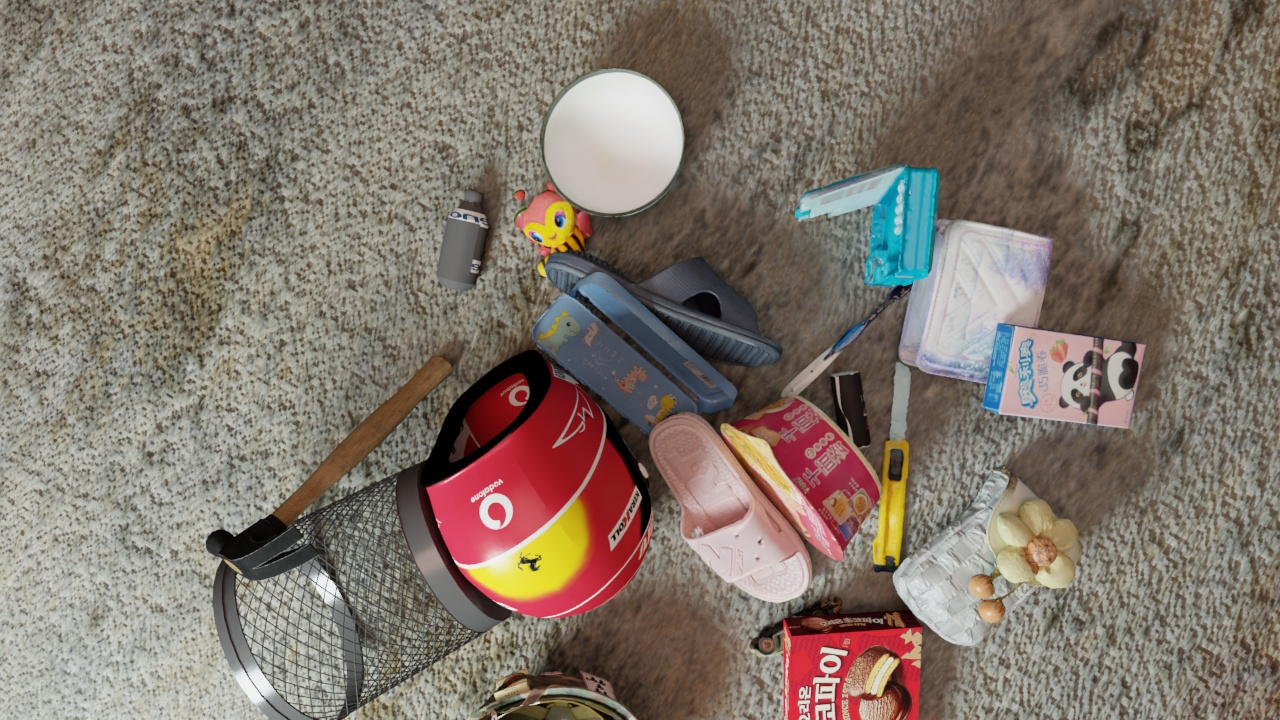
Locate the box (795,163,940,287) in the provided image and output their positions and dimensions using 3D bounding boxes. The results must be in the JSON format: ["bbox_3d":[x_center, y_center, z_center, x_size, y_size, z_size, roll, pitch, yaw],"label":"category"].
[{"bbox_3d":[0.201,-0.124,0.867,0.117,0.226,0.097,6,93,8],"label":"box"}]

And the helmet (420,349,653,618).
[{"bbox_3d":[-0.093,0.138,0.931,0.198,0.270,0.224,-34,108,10],"label":"helmet"}]

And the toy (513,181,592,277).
[{"bbox_3d":[-0.095,-0.143,1.007,0.084,0.046,0.103,-15,94,3],"label":"toy"}]

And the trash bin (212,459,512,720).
[{"bbox_3d":[-0.281,0.240,0.972,0.227,0.217,0.217,-28,88,5],"label":"trash bin"}]

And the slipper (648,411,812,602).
[{"bbox_3d":[0.087,0.165,0.961,0.094,0.064,0.239,-32,96,25],"label":"slipper"}]

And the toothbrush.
[{"bbox_3d":[0.219,-0.020,0.977,0.189,0.017,0.016,-44,75,10],"label":"toothbrush"}]

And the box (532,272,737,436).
[{"bbox_3d":[-0.004,-0.002,0.962,0.209,0.047,0.122,41,123,-19],"label":"box"}]

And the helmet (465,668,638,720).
[{"bbox_3d":[-0.098,0.418,0.932,0.225,0.235,0.192,-28,93,19],"label":"helmet"}]

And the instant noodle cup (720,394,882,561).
[{"bbox_3d":[0.167,0.108,0.922,0.077,0.179,0.178,-39,86,-8],"label":"instant noodle cup"}]

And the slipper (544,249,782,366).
[{"bbox_3d":[0.031,-0.071,0.969,0.263,0.101,0.082,23,71,4],"label":"slipper"}]

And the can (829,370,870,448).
[{"bbox_3d":[0.222,0.053,0.971,0.031,0.031,0.080,-9,91,9],"label":"can"}]

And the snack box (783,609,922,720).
[{"bbox_3d":[0.218,0.340,0.952,0.132,0.035,0.152,-3,105,-3],"label":"snack box"}]

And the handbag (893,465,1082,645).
[{"bbox_3d":[0.346,0.206,0.912,0.171,0.123,0.112,-44,92,2],"label":"handbag"}]

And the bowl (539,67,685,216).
[{"bbox_3d":[-0.024,-0.226,0.977,0.153,0.073,0.153,0,92,9],"label":"bowl"}]

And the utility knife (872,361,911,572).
[{"bbox_3d":[0.269,0.115,0.977,0.030,0.019,0.227,4,90,0],"label":"utility knife"}]

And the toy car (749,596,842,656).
[{"bbox_3d":[0.173,0.295,0.981,0.112,0.047,0.047,-29,83,9],"label":"toy car"}]

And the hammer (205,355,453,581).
[{"bbox_3d":[-0.306,0.101,0.962,0.132,0.304,0.040,6,134,44],"label":"hammer"}]

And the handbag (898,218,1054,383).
[{"bbox_3d":[0.342,-0.058,0.933,0.126,0.069,0.158,10,95,-6],"label":"handbag"}]

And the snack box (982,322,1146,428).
[{"bbox_3d":[0.419,0.016,0.909,0.154,0.033,0.088,7,96,-14],"label":"snack box"}]

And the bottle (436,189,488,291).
[{"bbox_3d":[-0.196,-0.134,1.022,0.047,0.047,0.112,13,94,8],"label":"bottle"}]
